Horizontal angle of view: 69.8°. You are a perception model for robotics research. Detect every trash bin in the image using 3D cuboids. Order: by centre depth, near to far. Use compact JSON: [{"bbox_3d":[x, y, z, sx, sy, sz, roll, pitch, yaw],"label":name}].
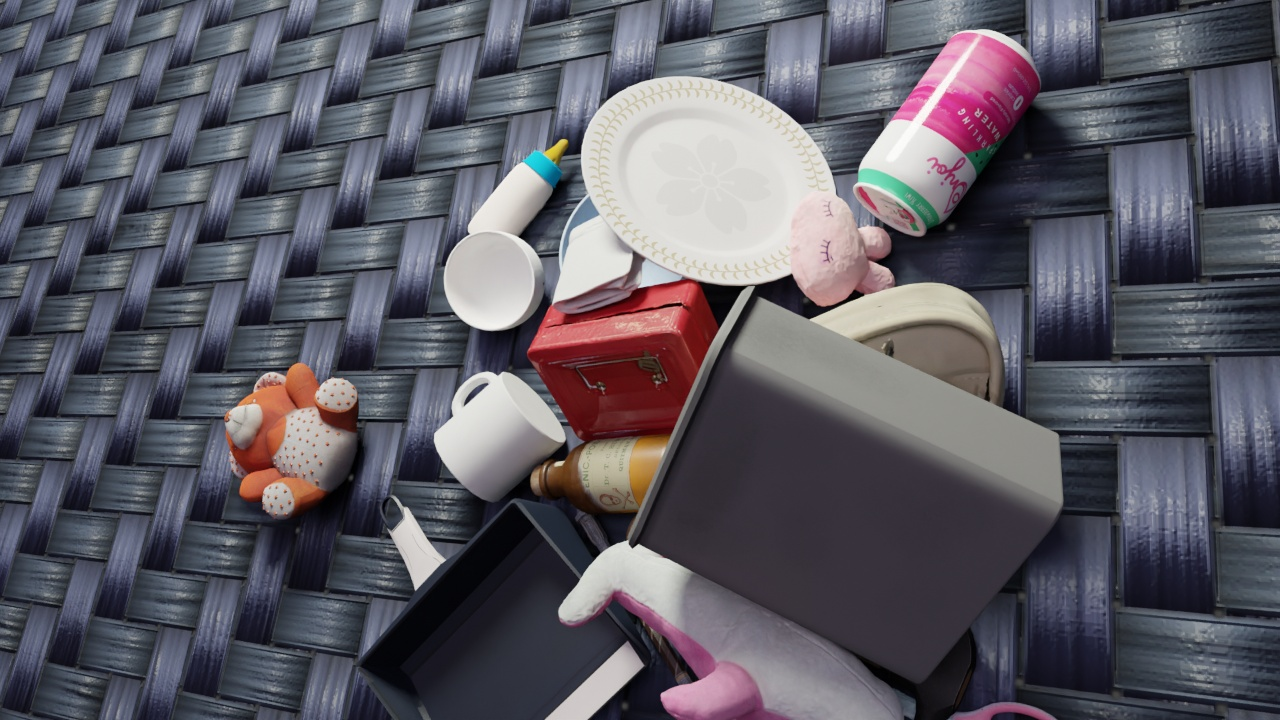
[{"bbox_3d":[0.128,0.086,0.613,0.220,0.097,0.192,25,125,7],"label":"trash bin"}]

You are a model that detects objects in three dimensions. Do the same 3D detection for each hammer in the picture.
[{"bbox_3d":[0.117,0.192,0.754,0.306,0.040,0.132,21,79,33],"label":"hammer"},{"bbox_3d":[0.022,0.248,0.784,0.098,0.044,0.322,-41,57,8],"label":"hammer"}]

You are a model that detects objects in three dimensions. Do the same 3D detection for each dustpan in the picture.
[{"bbox_3d":[-0.157,0.232,0.835,0.236,0.080,0.273,-47,54,12],"label":"dustpan"}]

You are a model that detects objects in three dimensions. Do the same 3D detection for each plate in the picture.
[{"bbox_3d":[0.064,-0.168,0.848,0.242,0.016,0.242,6,60,-11],"label":"plate"}]

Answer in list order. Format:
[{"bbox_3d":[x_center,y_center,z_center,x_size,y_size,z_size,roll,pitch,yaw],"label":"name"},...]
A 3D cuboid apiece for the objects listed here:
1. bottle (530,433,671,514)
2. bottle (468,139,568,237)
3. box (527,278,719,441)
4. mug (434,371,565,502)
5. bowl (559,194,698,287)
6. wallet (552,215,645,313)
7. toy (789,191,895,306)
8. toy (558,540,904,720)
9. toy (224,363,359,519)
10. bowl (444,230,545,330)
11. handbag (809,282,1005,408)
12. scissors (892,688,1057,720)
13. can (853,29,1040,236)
[{"bbox_3d":[-0.029,0.105,0.834,0.157,0.067,0.067,-8,69,29],"label":"bottle"},{"bbox_3d":[-0.127,-0.184,1.003,0.146,0.051,0.051,-50,59,3],"label":"bottle"},{"bbox_3d":[-0.006,0.006,0.818,0.159,0.129,0.086,-8,41,25],"label":"box"},{"bbox_3d":[-0.144,0.064,0.900,0.090,0.091,0.121,-41,60,8],"label":"mug"},{"bbox_3d":[0.003,-0.102,0.895,0.151,0.074,0.150,-9,69,23],"label":"bowl"},{"bbox_3d":[-0.033,-0.091,0.829,0.086,0.032,0.116,-16,41,25],"label":"wallet"},{"bbox_3d":[0.176,-0.094,0.798,0.053,0.105,0.108,-38,47,53],"label":"toy"},{"bbox_3d":[0.068,0.228,0.691,0.266,0.186,0.128,26,125,33],"label":"toy"},{"bbox_3d":[-0.396,0.083,1.020,0.173,0.093,0.163,15,80,31],"label":"toy"},{"bbox_3d":[-0.148,-0.083,0.966,0.105,0.054,0.105,1,93,19],"label":"bowl"},{"bbox_3d":[0.160,0.051,0.698,0.229,0.131,0.184,-6,108,19],"label":"handbag"},{"bbox_3d":[0.229,0.274,0.684,0.174,0.017,0.076,16,79,30],"label":"scissors"},{"bbox_3d":[0.262,-0.195,0.790,0.088,0.088,0.166,36,90,32],"label":"can"}]
